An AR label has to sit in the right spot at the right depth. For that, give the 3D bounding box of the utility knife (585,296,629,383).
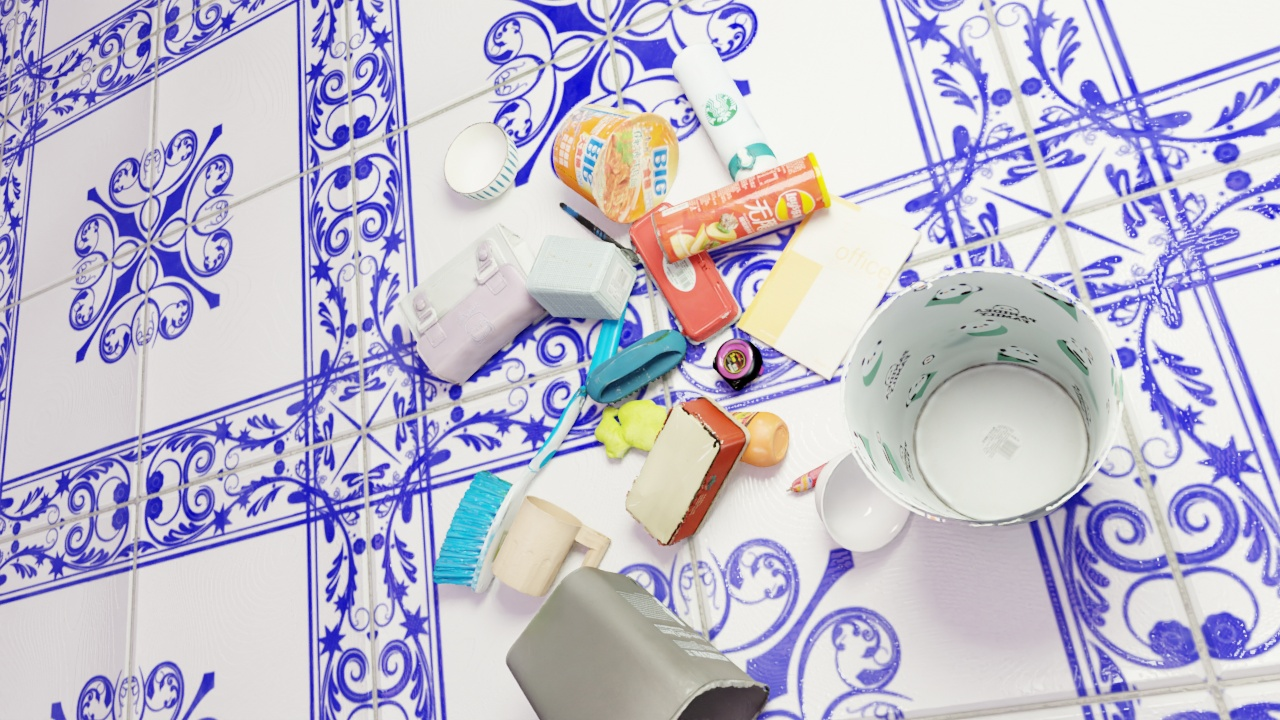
[{"bbox_3d":[-0.039,-0.043,1.243,0.034,0.018,0.185,9,78,21],"label":"utility knife"}]

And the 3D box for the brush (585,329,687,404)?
[{"bbox_3d":[-0.007,0.007,1.174,0.144,0.073,0.055,-30,76,6],"label":"brush"}]

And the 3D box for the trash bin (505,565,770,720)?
[{"bbox_3d":[-0.011,0.361,1.023,0.220,0.199,0.198,40,94,36],"label":"trash bin"}]

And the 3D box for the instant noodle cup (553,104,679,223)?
[{"bbox_3d":[-0.039,-0.273,1.241,0.111,0.151,0.151,33,91,38],"label":"instant noodle cup"}]

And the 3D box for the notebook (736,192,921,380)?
[{"bbox_3d":[0.229,-0.096,1.128,0.146,0.010,0.206,33,91,31],"label":"notebook"}]

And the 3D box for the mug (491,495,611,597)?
[{"bbox_3d":[-0.115,0.246,1.172,0.124,0.084,0.103,27,90,3],"label":"mug"}]

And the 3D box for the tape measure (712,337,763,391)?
[{"bbox_3d":[0.123,0.002,1.138,0.057,0.039,0.058,45,102,29],"label":"tape measure"}]

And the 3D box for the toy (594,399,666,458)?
[{"bbox_3d":[-0.011,0.086,1.185,0.100,0.031,0.096,-42,60,10],"label":"toy"}]

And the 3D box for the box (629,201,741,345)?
[{"bbox_3d":[0.054,-0.115,1.209,0.087,0.047,0.201,-36,63,14],"label":"box"}]

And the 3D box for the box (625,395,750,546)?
[{"bbox_3d":[0.046,0.131,1.081,0.091,0.077,0.169,41,121,29],"label":"box"}]

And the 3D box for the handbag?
[{"bbox_3d":[-0.233,-0.080,1.310,0.197,0.098,0.145,-37,68,13],"label":"handbag"}]

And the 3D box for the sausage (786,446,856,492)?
[{"bbox_3d":[0.237,0.117,1.060,0.156,0.020,0.020,-32,64,16],"label":"sausage"}]

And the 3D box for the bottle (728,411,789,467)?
[{"bbox_3d":[0.103,0.089,1.114,0.150,0.066,0.066,6,78,34],"label":"bottle"}]

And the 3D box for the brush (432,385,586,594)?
[{"bbox_3d":[-0.173,0.166,1.234,0.109,0.060,0.314,17,81,24],"label":"brush"}]

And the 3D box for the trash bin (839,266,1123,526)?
[{"bbox_3d":[0.336,0.057,0.893,0.230,0.251,0.229,-7,73,24],"label":"trash bin"}]

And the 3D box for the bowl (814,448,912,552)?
[{"bbox_3d":[0.235,0.146,1.018,0.118,0.118,0.065,-64,21,-3],"label":"bowl"}]

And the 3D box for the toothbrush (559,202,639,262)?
[{"bbox_3d":[-0.062,-0.181,1.282,0.189,0.016,0.014,40,124,37],"label":"toothbrush"}]

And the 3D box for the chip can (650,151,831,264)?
[{"bbox_3d":[0.124,-0.188,1.141,0.217,0.073,0.073,-19,68,10],"label":"chip can"}]

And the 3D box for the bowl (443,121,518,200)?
[{"bbox_3d":[-0.230,-0.292,1.381,0.117,0.066,0.116,-8,72,25],"label":"bowl"}]

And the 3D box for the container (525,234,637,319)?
[{"bbox_3d":[-0.075,-0.108,1.226,0.112,0.090,0.089,9,68,33],"label":"container"}]

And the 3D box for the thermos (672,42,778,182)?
[{"bbox_3d":[0.114,-0.320,1.214,0.073,0.073,0.224,-31,64,15],"label":"thermos"}]
